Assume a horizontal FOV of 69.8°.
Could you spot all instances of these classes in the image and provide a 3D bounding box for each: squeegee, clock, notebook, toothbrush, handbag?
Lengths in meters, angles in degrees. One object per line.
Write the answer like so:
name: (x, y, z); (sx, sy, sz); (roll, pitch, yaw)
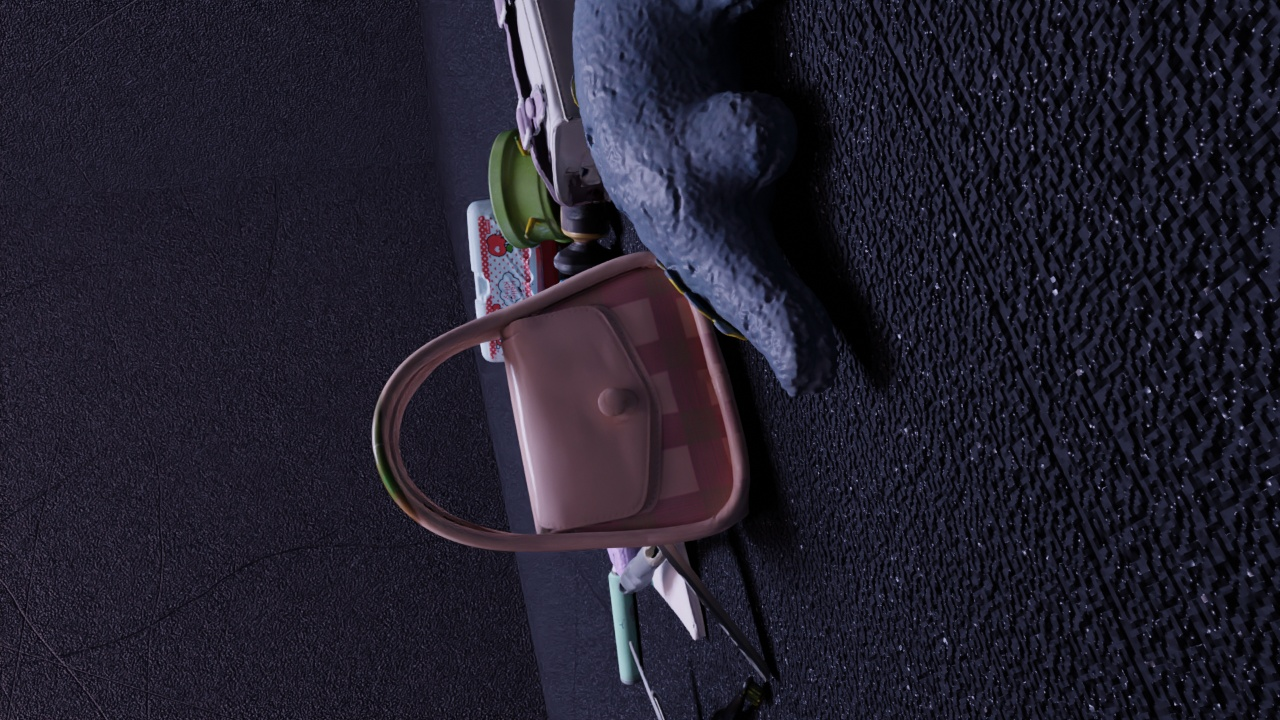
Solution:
squeegee: (0.008, 0.163, 0.763); (0.246, 0.039, 0.247); (50, 160, 14)
clock: (-0.094, -0.172, 0.916); (0.161, 0.056, 0.116); (-33, -60, -70)
notebook: (0.009, 0.131, 0.836); (0.150, 0.012, 0.209); (-162, 57, -74)
toothbrush: (0.068, 0.290, 0.726); (0.027, 0.026, 0.213); (37, 147, 18)
toothbrush: (-0.021, 0.277, 1.071); (0.026, 0.027, 0.225); (-46, -48, -66)
handbag: (-0.059, -0.241, 0.739); (0.145, 0.098, 0.196); (104, 154, -71)
handbag: (-0.055, 0.040, 0.603); (0.093, 0.234, 0.193); (116, 142, -71)

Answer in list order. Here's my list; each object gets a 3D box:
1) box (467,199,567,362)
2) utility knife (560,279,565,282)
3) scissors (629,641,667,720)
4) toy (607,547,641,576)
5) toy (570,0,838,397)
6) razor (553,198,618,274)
box: (-0.143, -0.104, 1.096); (0.112, 0.100, 0.202); (-81, -10, -64)
utility knife: (-0.095, -0.013, 1.073); (0.210, 0.018, 0.034); (105, 152, -51)
scissors: (0.032, 0.375, 0.856); (0.231, 0.021, 0.220); (89, 157, -65)
toy: (-0.020, 0.182, 0.977); (0.084, 0.039, 0.108); (126, 132, -83)
toy: (0.020, -0.148, 0.483); (0.138, 0.091, 0.356); (-23, 79, 64)
razor: (-0.056, -0.161, 0.866); (0.068, 0.062, 0.167); (152, 114, -77)
